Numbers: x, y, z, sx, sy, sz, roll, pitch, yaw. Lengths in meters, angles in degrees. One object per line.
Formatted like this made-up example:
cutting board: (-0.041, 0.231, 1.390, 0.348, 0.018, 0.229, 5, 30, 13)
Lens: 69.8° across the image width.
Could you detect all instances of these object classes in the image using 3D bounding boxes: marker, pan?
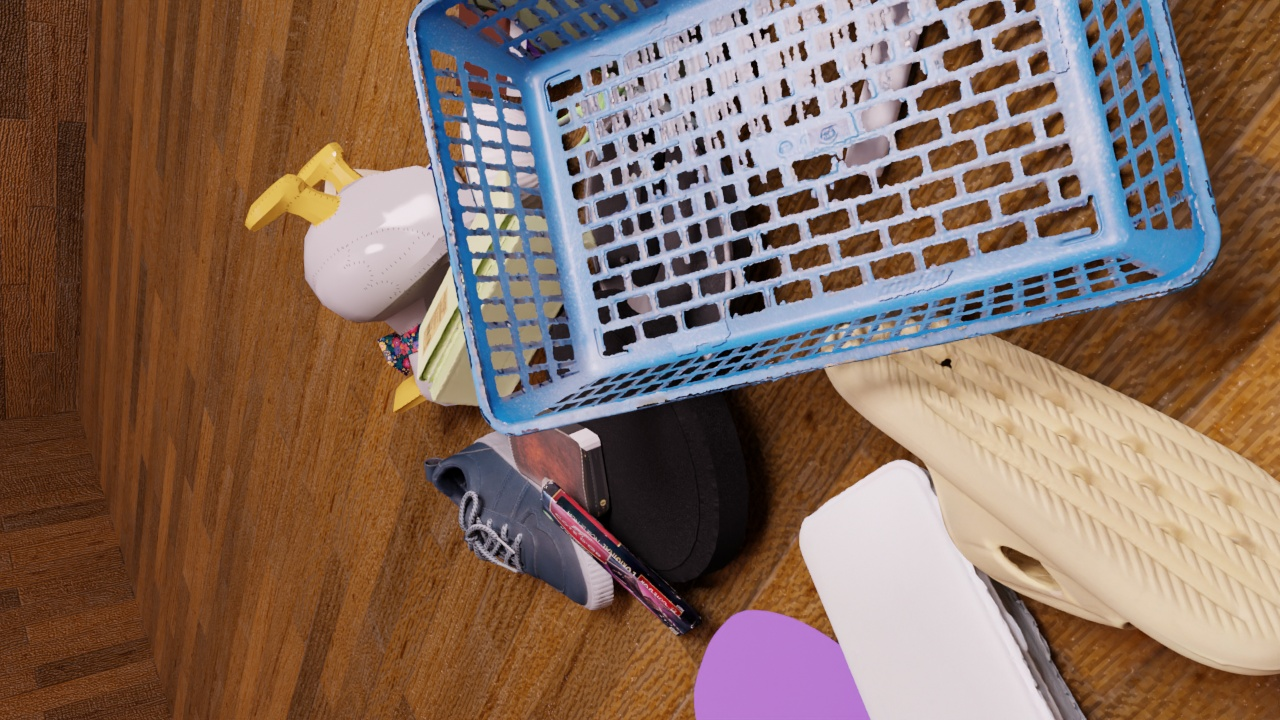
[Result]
marker: (0.143, -0.171, 0.515, 0.027, 0.023, 0.133, 20, 113, 24)
pan: (-0.004, 0.003, 0.649, 0.225, 0.034, 0.357, 37, 137, 43)
pan: (-0.025, -0.065, 0.713, 0.358, 0.055, 0.187, -26, 81, 62)

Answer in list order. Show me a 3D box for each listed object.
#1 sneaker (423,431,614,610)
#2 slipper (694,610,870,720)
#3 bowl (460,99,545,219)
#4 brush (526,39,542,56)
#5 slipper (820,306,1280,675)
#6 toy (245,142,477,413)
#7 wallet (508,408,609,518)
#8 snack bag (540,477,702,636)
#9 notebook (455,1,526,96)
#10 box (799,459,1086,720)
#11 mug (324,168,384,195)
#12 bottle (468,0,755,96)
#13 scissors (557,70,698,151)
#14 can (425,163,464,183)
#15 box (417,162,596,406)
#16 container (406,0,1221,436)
sneaker: (-0.112, 0.143, 0.810, 0.236, 0.087, 0.089, 35, 137, 44)
slipper: (0.151, 0.252, 0.522, 0.267, 0.084, 0.107, 29, 79, 26)
bowl: (-0.098, -0.160, 0.758, 0.062, 0.118, 0.118, -9, 88, 9)
brush: (-0.026, -0.326, 0.677, 0.089, 0.043, 0.229, 59, 135, 25)
slipper: (0.192, 0.057, 0.445, 0.261, 0.111, 0.079, 42, 148, 43)
toy: (-0.217, -0.076, 0.843, 0.247, 0.140, 0.267, -35, 109, 33)
wallet: (-0.070, 0.077, 0.743, 0.123, 0.019, 0.072, 21, 125, 52)
snack bag: (-0.018, 0.152, 0.700, 0.155, 0.018, 0.075, 41, 160, 10)
notebook: (-0.125, -0.314, 0.767, 0.209, 0.022, 0.172, -140, 53, -62)
box: (0.151, 0.156, 0.467, 0.215, 0.122, 0.083, 64, -178, 26)
mug: (-0.270, -0.136, 0.953, 0.096, 0.099, 0.120, 11, 102, 63)
bottle: (-0.027, -0.233, 0.619, 0.207, 0.071, 0.071, 21, 114, 23)
scissors: (-0.019, -0.209, 0.669, 0.172, 0.024, 0.159, -25, 85, 32)
can: (-0.179, -0.155, 0.897, 0.095, 0.032, 0.032, 56, 134, 29)
box: (-0.107, -0.048, 0.721, 0.188, 0.083, 0.091, -53, 27, 36)
container: (0.064, -0.118, 0.477, 0.363, 0.089, 0.257, -13, 86, 26)
